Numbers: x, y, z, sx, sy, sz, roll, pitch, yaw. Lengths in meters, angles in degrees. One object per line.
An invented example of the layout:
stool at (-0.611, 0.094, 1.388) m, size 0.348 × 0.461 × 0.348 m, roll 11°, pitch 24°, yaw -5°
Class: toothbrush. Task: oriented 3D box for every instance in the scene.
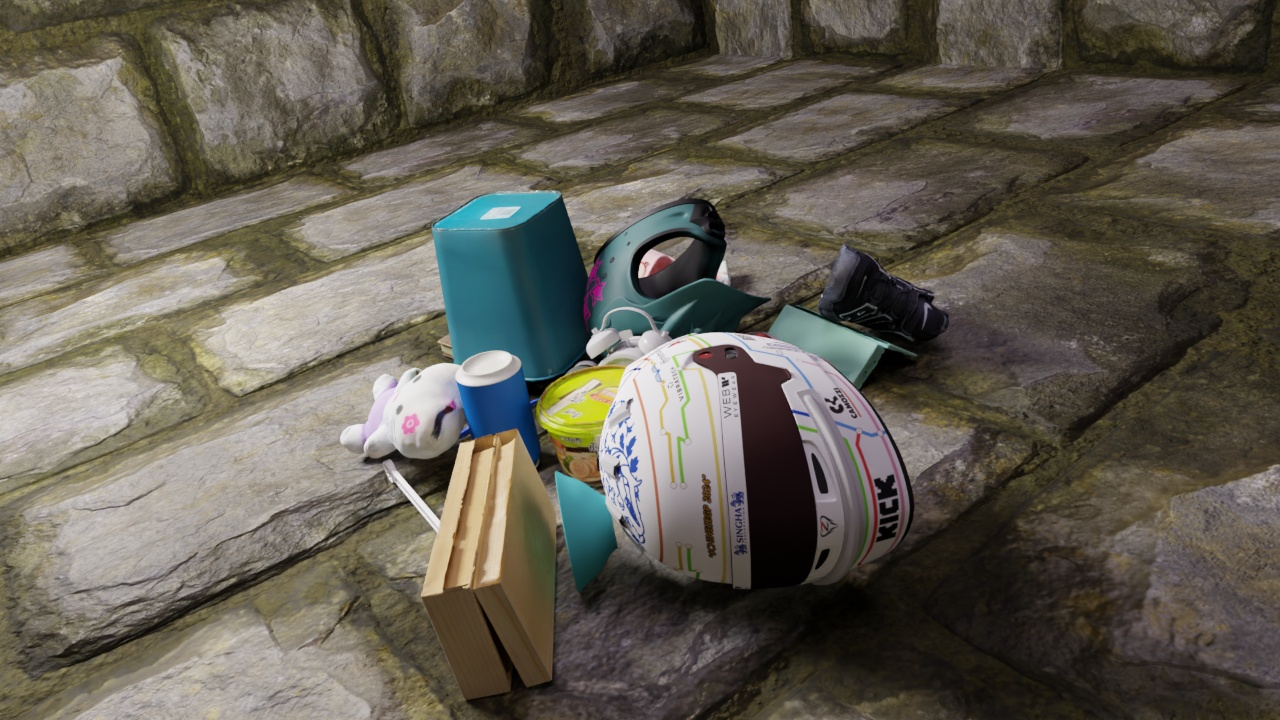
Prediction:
toothbrush at (-0.204, 0.082, 1.242) m, size 0.186 × 0.016 × 0.011 m, roll -24°, pitch 28°, yaw -31°

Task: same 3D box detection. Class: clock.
clock at (-0.007, 0.007, 1.167) m, size 0.120 × 0.159 × 0.060 m, roll 3°, pitch 21°, yaw 24°

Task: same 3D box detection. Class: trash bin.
trash bin at (-0.180, -0.114, 1.317) m, size 0.197 × 0.219 × 0.198 m, roll 4°, pitch 31°, yaw 26°

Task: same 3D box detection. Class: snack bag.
snack bag at (0.094, -0.136, 1.546) m, size 0.116 × 0.036 × 0.076 m, roll -6°, pitch 27°, yaw 6°

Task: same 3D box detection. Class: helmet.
helmet at (0.080, 0.096, 0.876) m, size 0.236 × 0.231 × 0.314 m, roll -10°, pitch 20°, yaw -11°
helmet at (0.040, -0.081, 1.246) m, size 0.176 × 0.200 × 0.276 m, roll 13°, pitch -34°, yaw -37°

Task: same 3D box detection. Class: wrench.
wrench at (-0.247, 0.172, 1.050) m, size 0.009 × 0.047 × 0.273 m, roll -24°, pitch 28°, yaw -25°

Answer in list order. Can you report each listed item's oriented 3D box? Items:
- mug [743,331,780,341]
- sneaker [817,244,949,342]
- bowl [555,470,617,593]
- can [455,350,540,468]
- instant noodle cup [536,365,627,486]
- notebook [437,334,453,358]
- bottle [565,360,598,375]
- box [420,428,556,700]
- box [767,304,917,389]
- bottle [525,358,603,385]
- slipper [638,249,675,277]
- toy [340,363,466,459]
mug at (0.167, 0.005, 1.200) m, size 0.124 × 0.076 × 0.090 m, roll 3°, pitch 29°, yaw 23°
sneaker at (0.335, -0.075, 1.226) m, size 0.151 × 0.097 × 0.252 m, roll 25°, pitch 8°, yaw 25°
bowl at (-0.050, 0.165, 0.908) m, size 0.046 × 0.121 × 0.121 m, roll -11°, pitch 27°, yaw -4°
can at (-0.170, 0.067, 1.112) m, size 0.079 × 0.146 × 0.078 m, roll -8°, pitch 27°, yaw 4°
instant noodle cup at (-0.046, 0.080, 1.100) m, size 0.146 × 0.098 × 0.146 m, roll -8°, pitch 28°, yaw 4°
notebook at (-0.182, -0.046, 1.461) m, size 0.190 × 0.034 × 0.214 m, roll 16°, pitch 37°, yaw 40°
bottle at (-0.079, 0.044, 1.223) m, size 0.060 × 0.060 × 0.108 m, roll -4°, pitch 27°, yaw 10°
box at (-0.135, 0.184, 0.891) m, size 0.092 × 0.128 × 0.248 m, roll -10°, pitch 26°, yaw 1°
box at (0.270, -0.018, 1.266) m, size 0.112 × 0.078 × 0.187 m, roll 8°, pitch 15°, yaw -38°
bottle at (-0.106, 0.011, 1.327) m, size 0.123 × 0.033 × 0.033 m, roll -9°, pitch 27°, yaw 0°
slipper at (0.024, -0.129, 1.489) m, size 0.222 × 0.055 × 0.106 m, roll 19°, pitch 80°, yaw 31°
toy at (-0.292, 0.074, 1.166) m, size 0.210 × 0.085 × 0.137 m, roll -9°, pitch 45°, yaw 46°
